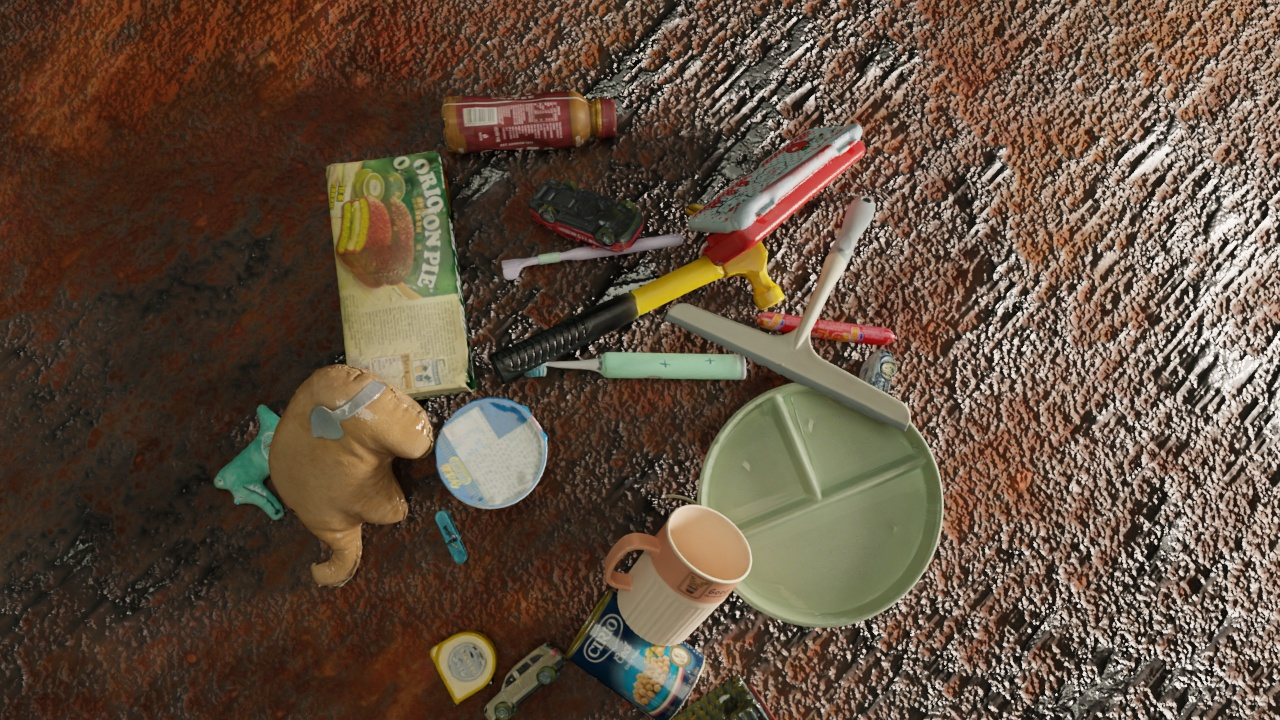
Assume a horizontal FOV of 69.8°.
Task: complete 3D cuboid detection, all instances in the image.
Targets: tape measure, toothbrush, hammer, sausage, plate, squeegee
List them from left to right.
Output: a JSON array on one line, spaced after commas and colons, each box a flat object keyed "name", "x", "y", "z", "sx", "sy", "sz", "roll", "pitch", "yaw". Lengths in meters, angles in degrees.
[{"name": "tape measure", "x": -0.163, "y": 0.284, "z": 0.864, "sx": 0.057, "sy": 0.029, "sz": 0.060, "roll": -30, "pitch": 83, "yaw": -6}, {"name": "toothbrush", "x": -0.048, "y": -0.109, "z": 0.942, "sx": 0.189, "sy": 0.021, "sz": 0.029, "roll": -10, "pitch": 49, "yaw": -6}, {"name": "hammer", "x": -0.008, "y": -0.056, "z": 0.910, "sx": 0.300, "sy": 0.033, "sz": 0.129, "roll": -27, "pitch": 88, "yaw": -12}, {"name": "toothbrush", "x": -0.005, "y": 0.005, "z": 0.920, "sx": 0.224, "sy": 0.026, "sz": 0.027, "roll": 1, "pitch": 83, "yaw": -2}, {"name": "plate", "x": 0.167, "y": 0.133, "z": 0.865, "sx": 0.230, "sy": 0.027, "sz": 0.230, "roll": 0, "pitch": 85, "yaw": 1}, {"name": "sausage", "x": 0.189, "y": -0.032, "z": 0.940, "sx": 0.156, "sy": 0.020, "sz": 0.020, "roll": 8, "pitch": 80, "yaw": -1}, {"name": "squeegee", "x": 0.188, "y": -0.086, "z": 0.901, "sx": 0.246, "sy": 0.039, "sz": 0.245, "roll": 26, "pitch": 61, "yaw": 9}]

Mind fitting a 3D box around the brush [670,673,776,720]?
[{"name": "brush", "x": 0.057, "y": 0.362, "z": 0.848, "sx": 0.145, "sy": 0.063, "sz": 0.069, "roll": -31, "pitch": 112, "yaw": -7}]

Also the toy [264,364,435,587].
[{"name": "toy", "x": -0.278, "y": 0.105, "z": 0.844, "sx": 0.143, "sy": 0.082, "sz": 0.226, "roll": 31, "pitch": 117, "yaw": 7}]

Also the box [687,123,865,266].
[{"name": "box", "x": 0.135, "y": -0.176, "z": 0.899, "sx": 0.200, "sy": 0.091, "sz": 0.068, "roll": -40, "pitch": 97, "yaw": -27}]

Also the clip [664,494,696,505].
[{"name": "clip", "x": 0.075, "y": 0.157, "z": 0.895, "sx": 0.098, "sy": 0.034, "sz": 0.064, "roll": -7, "pitch": 81, "yaw": -1}]

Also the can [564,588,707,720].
[{"name": "can", "x": -0.003, "y": 0.275, "z": 0.850, "sx": 0.111, "sy": 0.075, "sz": 0.075, "roll": 34, "pitch": 80, "yaw": 3}]

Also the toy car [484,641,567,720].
[{"name": "toy car", "x": -0.109, "y": 0.303, "z": 0.858, "sx": 0.090, "sy": 0.042, "sz": 0.035, "roll": -40, "pitch": 75, "yaw": -9}]

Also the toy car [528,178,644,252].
[{"name": "toy car", "x": -0.053, "y": -0.143, "z": 0.921, "sx": 0.120, "sy": 0.045, "sz": 0.052, "roll": 23, "pitch": 61, "yaw": 22}]

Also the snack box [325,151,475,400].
[{"name": "snack box", "x": -0.236, "y": -0.079, "z": 0.906, "sx": 0.114, "sy": 0.063, "sz": 0.240, "roll": -9, "pitch": 81, "yaw": -4}]

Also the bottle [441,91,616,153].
[{"name": "bottle", "x": -0.113, "y": -0.245, "z": 0.943, "sx": 0.175, "sy": 0.057, "sz": 0.057, "roll": -3, "pitch": 80, "yaw": -3}]

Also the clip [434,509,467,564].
[{"name": "clip", "x": -0.183, "y": 0.170, "z": 0.886, "sx": 0.014, "sy": 0.041, "sz": 0.056, "roll": -26, "pitch": 85, "yaw": -5}]

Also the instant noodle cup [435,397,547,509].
[{"name": "instant noodle cup", "x": -0.133, "y": 0.089, "z": 0.858, "sx": 0.099, "sy": 0.110, "sz": 0.099, "roll": 0, "pitch": 81, "yaw": -3}]

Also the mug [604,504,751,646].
[{"name": "mug", "x": 0.023, "y": 0.189, "z": 0.813, "sx": 0.114, "sy": 0.106, "sz": 0.081, "roll": 17, "pitch": 36, "yaw": -22}]

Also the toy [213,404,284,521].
[{"name": "toy", "x": -0.365, "y": 0.105, "z": 0.887, "sx": 0.092, "sy": 0.030, "sz": 0.096, "roll": -42, "pitch": 92, "yaw": -4}]

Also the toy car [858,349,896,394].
[{"name": "toy car", "x": 0.227, "y": 0.038, "z": 0.914, "sx": 0.031, "sy": 0.049, "sz": 0.105, "roll": 17, "pitch": 79, "yaw": -5}]
